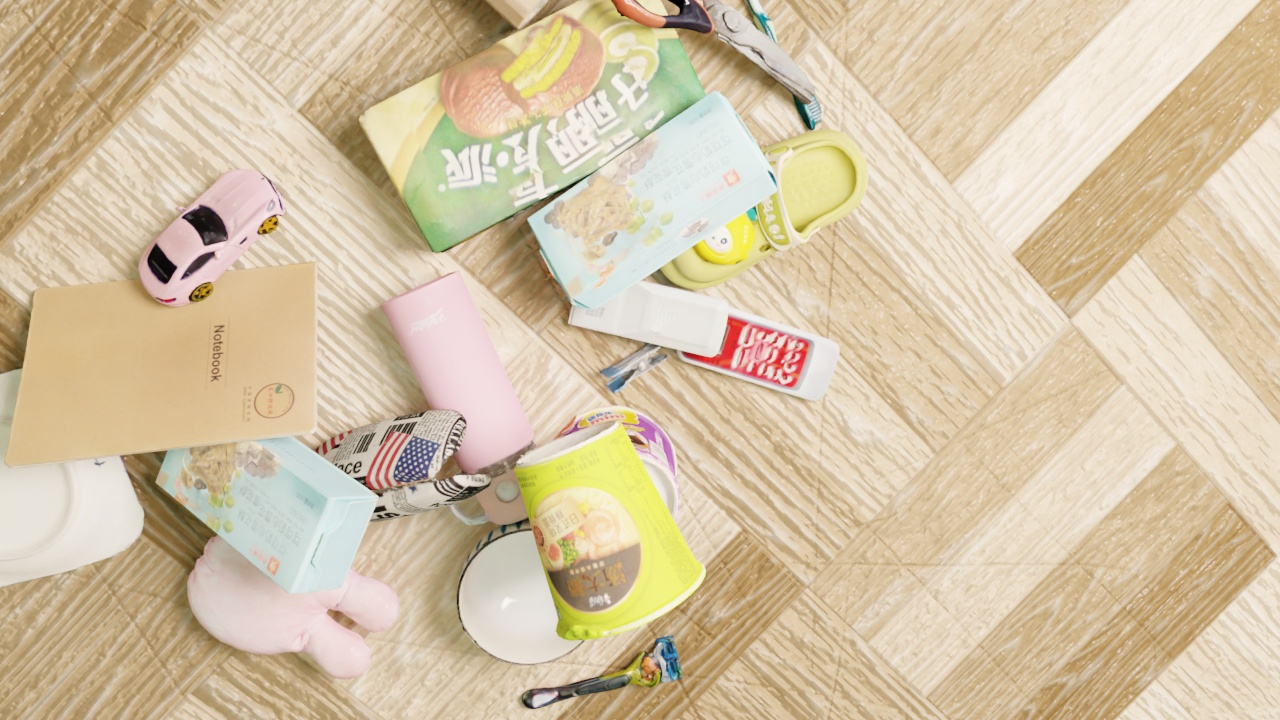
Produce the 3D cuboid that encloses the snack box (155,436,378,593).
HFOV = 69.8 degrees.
[{"bbox_3d":[-0.277,0.095,0.674,0.175,0.051,0.074,26,95,28],"label":"snack box"}]

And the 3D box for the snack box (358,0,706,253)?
[{"bbox_3d":[-0.077,-0.184,0.692,0.240,0.063,0.114,-28,100,-3],"label":"snack box"}]

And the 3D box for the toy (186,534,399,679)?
[{"bbox_3d":[-0.277,0.189,0.733,0.159,0.054,0.121,32,95,-5],"label":"toy"}]

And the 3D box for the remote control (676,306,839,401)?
[{"bbox_3d":[0.099,-0.008,0.770,0.136,0.020,0.056,18,96,-10],"label":"remote control"}]

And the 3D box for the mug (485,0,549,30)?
[{"bbox_3d":[-0.091,-0.314,0.658,0.103,0.084,0.124,42,53,-14],"label":"mug"}]

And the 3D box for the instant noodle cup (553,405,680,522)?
[{"bbox_3d":[-0.018,0.101,0.733,0.111,0.099,0.111,-1,101,-7],"label":"instant noodle cup"}]

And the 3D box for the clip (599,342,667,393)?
[{"bbox_3d":[-0.005,0.004,0.756,0.058,0.026,0.038,-29,111,-8],"label":"clip"}]

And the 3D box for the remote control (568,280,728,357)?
[{"bbox_3d":[0.007,-0.038,0.739,0.125,0.024,0.049,13,97,5],"label":"remote control"}]

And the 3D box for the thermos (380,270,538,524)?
[{"bbox_3d":[-0.141,0.036,0.722,0.087,0.067,0.198,-21,103,3],"label":"thermos"}]

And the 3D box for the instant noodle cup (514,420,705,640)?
[{"bbox_3d":[-0.029,0.111,0.634,0.111,0.112,0.123,-23,94,-4],"label":"instant noodle cup"}]

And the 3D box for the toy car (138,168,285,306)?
[{"bbox_3d":[-0.321,-0.093,0.681,0.122,0.037,0.056,-44,78,0],"label":"toy car"}]

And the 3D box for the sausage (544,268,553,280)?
[{"bbox_3d":[-0.016,-0.121,0.734,0.165,0.021,0.021,-43,102,1],"label":"sausage"}]

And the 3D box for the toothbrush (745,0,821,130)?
[{"bbox_3d":[0.099,-0.272,0.727,0.018,0.016,0.191,-31,103,-12],"label":"toothbrush"}]

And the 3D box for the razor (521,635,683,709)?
[{"bbox_3d":[-0.034,0.280,0.801,0.142,0.022,0.043,-14,99,-5],"label":"razor"}]

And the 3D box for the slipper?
[{"bbox_3d":[0.098,-0.124,0.720,0.190,0.081,0.091,-26,100,-5],"label":"slipper"}]

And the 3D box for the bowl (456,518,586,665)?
[{"bbox_3d":[-0.091,0.182,0.753,0.116,0.066,0.116,-2,101,-8],"label":"bowl"}]

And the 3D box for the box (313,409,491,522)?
[{"bbox_3d":[-0.195,0.078,0.699,0.163,0.076,0.087,-13,85,28],"label":"box"}]

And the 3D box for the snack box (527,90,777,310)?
[{"bbox_3d":[0.008,-0.115,0.680,0.175,0.051,0.074,-33,74,12],"label":"snack box"}]

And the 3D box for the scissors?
[{"bbox_3d":[0.050,-0.244,0.675,0.184,0.015,0.208,-36,103,-34],"label":"scissors"}]

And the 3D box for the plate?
[{"bbox_3d":[-0.484,0.095,0.700,0.163,0.034,0.164,-16,102,-5],"label":"plate"}]

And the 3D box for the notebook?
[{"bbox_3d":[-0.344,-0.002,0.673,0.207,0.008,0.147,-6,63,-6],"label":"notebook"}]
